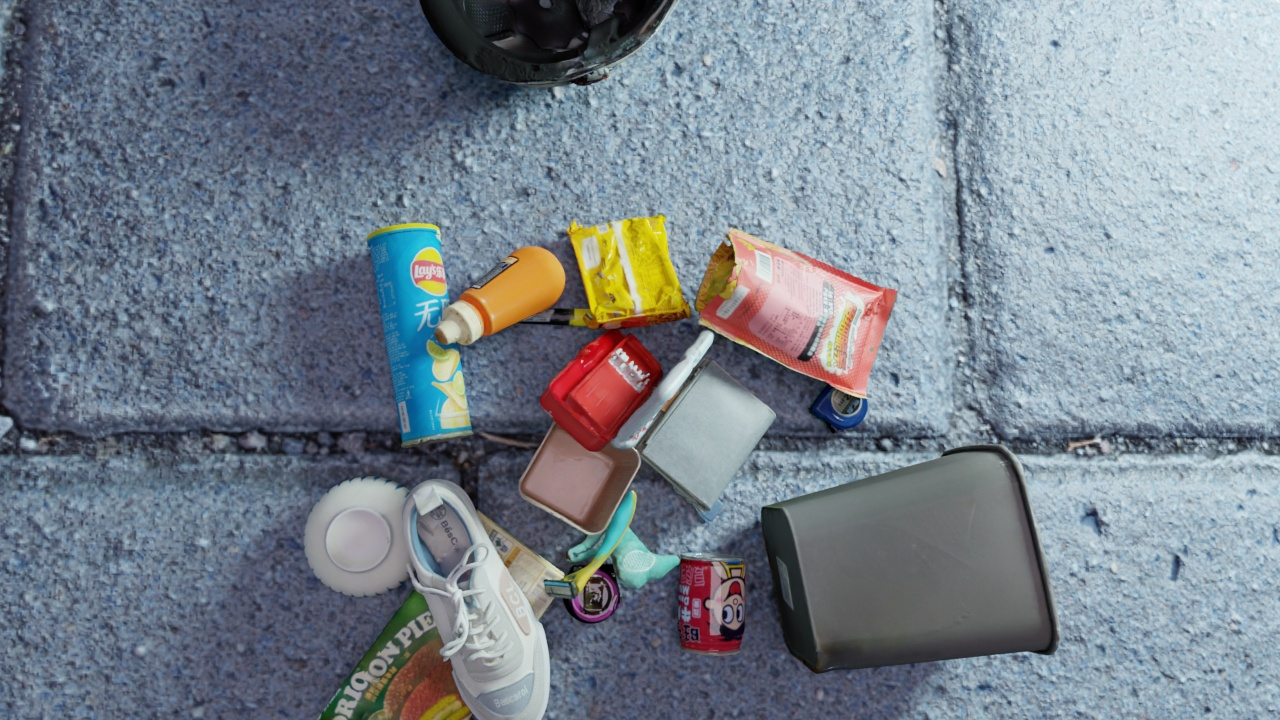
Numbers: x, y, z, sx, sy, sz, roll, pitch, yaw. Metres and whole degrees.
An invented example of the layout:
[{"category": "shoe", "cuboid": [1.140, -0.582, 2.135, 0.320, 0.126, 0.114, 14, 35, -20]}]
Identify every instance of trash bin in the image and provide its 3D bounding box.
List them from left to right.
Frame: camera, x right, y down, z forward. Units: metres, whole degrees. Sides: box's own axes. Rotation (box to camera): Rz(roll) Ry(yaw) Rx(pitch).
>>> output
[{"category": "trash bin", "cuboid": [0.247, 0.199, 0.895, 0.219, 0.199, 0.199, -10, 83, -3]}]

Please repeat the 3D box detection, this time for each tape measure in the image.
[{"category": "tape measure", "cuboid": [-0.048, 0.231, 0.909, 0.057, 0.039, 0.058, 2, 82, -10]}, {"category": "tape measure", "cuboid": [0.214, 0.048, 0.984, 0.054, 0.025, 0.058, 40, 80, -4]}]

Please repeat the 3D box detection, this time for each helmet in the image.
[{"category": "helmet", "cuboid": [-0.082, -0.382, 0.924, 0.274, 0.157, 0.230, -36, 92, -2]}]

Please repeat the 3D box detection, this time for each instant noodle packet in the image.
[{"category": "instant noodle packet", "cuboid": [-0.014, -0.093, 0.941, 0.110, 0.044, 0.128, -8, 64, -12]}]

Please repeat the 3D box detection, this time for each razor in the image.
[{"category": "razor", "cuboid": [-0.039, 0.176, 0.878, 0.028, 0.043, 0.132, 55, 50, -19]}]

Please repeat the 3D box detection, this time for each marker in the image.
[{"category": "marker", "cuboid": [-0.087, -0.045, 0.952, 0.124, 0.015, 0.018, 1, 82, -6]}]

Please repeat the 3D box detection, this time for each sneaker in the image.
[{"category": "sneaker", "cuboid": [-0.143, 0.217, 0.805, 0.089, 0.091, 0.242, -23, 87, -12]}]

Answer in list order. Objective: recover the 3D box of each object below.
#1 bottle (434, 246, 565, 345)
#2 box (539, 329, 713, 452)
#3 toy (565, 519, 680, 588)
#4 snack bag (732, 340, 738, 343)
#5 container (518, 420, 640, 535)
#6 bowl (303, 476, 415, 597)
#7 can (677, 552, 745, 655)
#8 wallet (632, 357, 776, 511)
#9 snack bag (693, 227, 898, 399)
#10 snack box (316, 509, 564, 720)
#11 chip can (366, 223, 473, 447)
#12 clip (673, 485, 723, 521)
[{"category": "bottle", "cuboid": [-0.140, -0.057, 0.894, 0.149, 0.067, 0.067, -38, 90, -38]}, {"category": "box", "cuboid": [-0.006, 0.005, 0.858, 0.094, 0.200, 0.100, 43, 113, -1]}, {"category": "toy", "cuboid": [-0.022, 0.189, 0.906, 0.096, 0.030, 0.092, -21, 50, -33]}, {"category": "snack bag", "cuboid": [0.124, -0.066, 0.983, 0.105, 0.026, 0.045, -43, 96, -9]}, {"category": "container", "cuboid": [-0.064, 0.109, 0.886, 0.090, 0.111, 0.089, 30, 79, -5]}, {"category": "bowl", "cuboid": [-0.262, 0.168, 0.868, 0.116, 0.066, 0.116, 1, 82, -9]}, {"category": "can", "cuboid": [0.071, 0.241, 0.914, 0.066, 0.066, 0.093, 4, 82, -9]}, {"category": "wallet", "cuboid": [0.065, 0.074, 0.948, 0.106, 0.037, 0.129, 41, 68, -3]}, {"category": "snack bag", "cuboid": [0.165, -0.050, 0.949, 0.207, 0.073, 0.128, 21, 78, -17]}, {"category": "snack box", "cuboid": [-0.185, 0.270, 0.870, 0.114, 0.063, 0.239, 36, 79, -3]}, {"category": "chip can", "cuboid": [-0.215, -0.024, 0.899, 0.071, 0.071, 0.210, -10, 85, -11]}, {"category": "clip", "cuboid": [0.058, 0.141, 0.949, 0.058, 0.037, 0.026, 41, 80, -2]}]
